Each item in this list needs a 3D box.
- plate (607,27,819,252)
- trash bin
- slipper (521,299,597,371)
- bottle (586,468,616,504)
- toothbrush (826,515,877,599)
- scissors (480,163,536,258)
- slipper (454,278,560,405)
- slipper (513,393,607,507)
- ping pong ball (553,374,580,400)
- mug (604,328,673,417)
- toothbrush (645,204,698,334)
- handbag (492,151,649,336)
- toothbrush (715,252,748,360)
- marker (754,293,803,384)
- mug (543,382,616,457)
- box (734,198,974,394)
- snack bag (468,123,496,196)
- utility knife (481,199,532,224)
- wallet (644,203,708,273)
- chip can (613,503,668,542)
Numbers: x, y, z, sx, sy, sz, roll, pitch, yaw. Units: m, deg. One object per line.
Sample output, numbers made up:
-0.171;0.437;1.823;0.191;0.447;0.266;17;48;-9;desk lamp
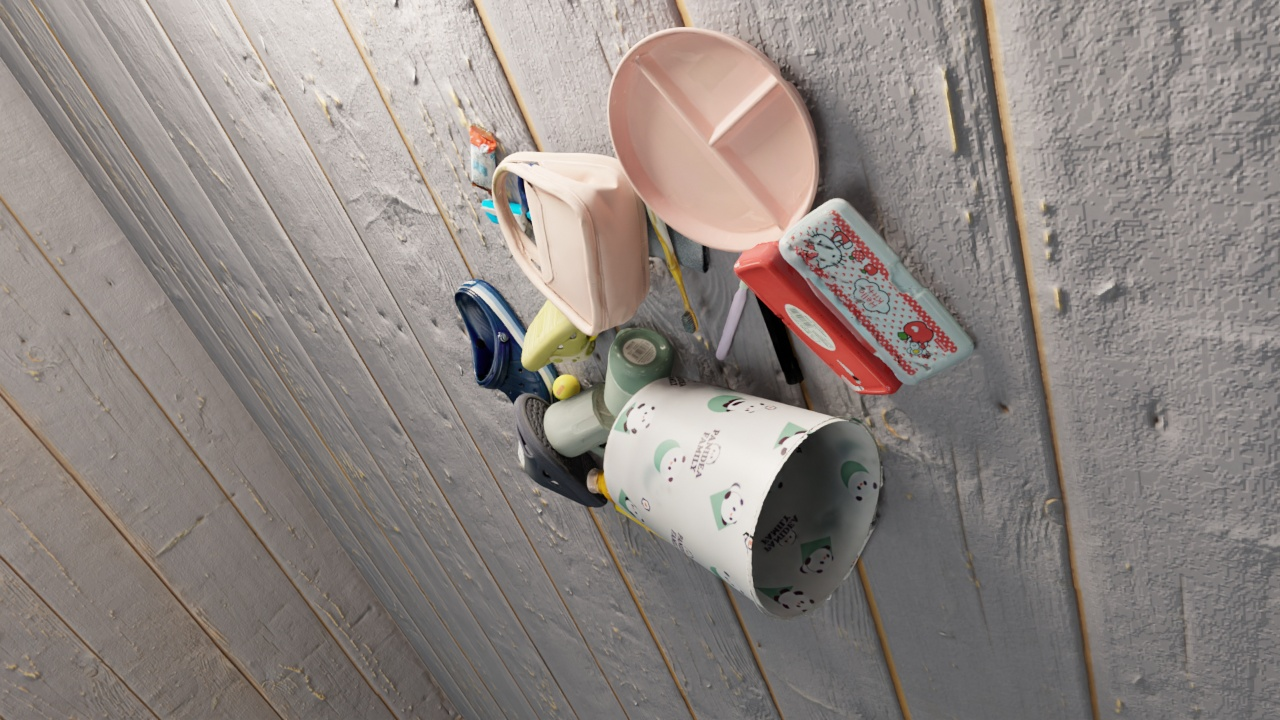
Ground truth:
0.069;-0.207;0.874;0.230;0.028;0.230;25;141;22;plate
0.106;0.138;1.055;0.252;0.229;0.230;20;140;44;trash bin
-0.097;-0.042;1.231;0.081;0.091;0.191;17;148;-24;slipper
0.011;0.179;1.309;0.190;0.067;0.068;1;128;31;bottle
0.261;0.256;1.172;0.026;0.026;0.221;15;142;8;toothbrush
-0.138;-0.177;1.149;0.176;0.012;0.163;30;139;24;scissors
-0.207;-0.002;1.381;0.105;0.095;0.253;-4;119;54;slipper
-0.136;0.155;1.393;0.268;0.083;0.110;54;-163;-48;slipper
-0.109;0.041;1.359;0.040;0.040;0.040;31;145;25;ping pong ball
-0.007;0.007;1.175;0.107;0.082;0.111;98;154;-52;mug
0.031;-0.110;1.013;0.016;0.018;0.191;6;128;40;toothbrush
-0.098;-0.154;1.064;0.234;0.093;0.194;30;141;35;handbag
0.104;-0.059;1.019;0.021;0.029;0.190;4;143;-3;toothbrush
0.150;-0.029;0.996;0.022;0.020;0.132;21;141;52;marker
-0.059;0.092;1.314;0.124;0.083;0.104;33;138;-30;mug
0.197;-0.049;0.871;0.201;0.060;0.161;43;148;-13;box
-0.198;-0.249;1.158;0.045;0.026;0.105;28;145;12;snack bag
-0.132;-0.180;1.165;0.192;0.018;0.034;15;135;39;utility knife
0.030;-0.158;0.999;0.097;0.019;0.121;22;139;31;wallet
0.063;0.240;1.347;0.213;0.071;0.072;28;143;30;chip can
